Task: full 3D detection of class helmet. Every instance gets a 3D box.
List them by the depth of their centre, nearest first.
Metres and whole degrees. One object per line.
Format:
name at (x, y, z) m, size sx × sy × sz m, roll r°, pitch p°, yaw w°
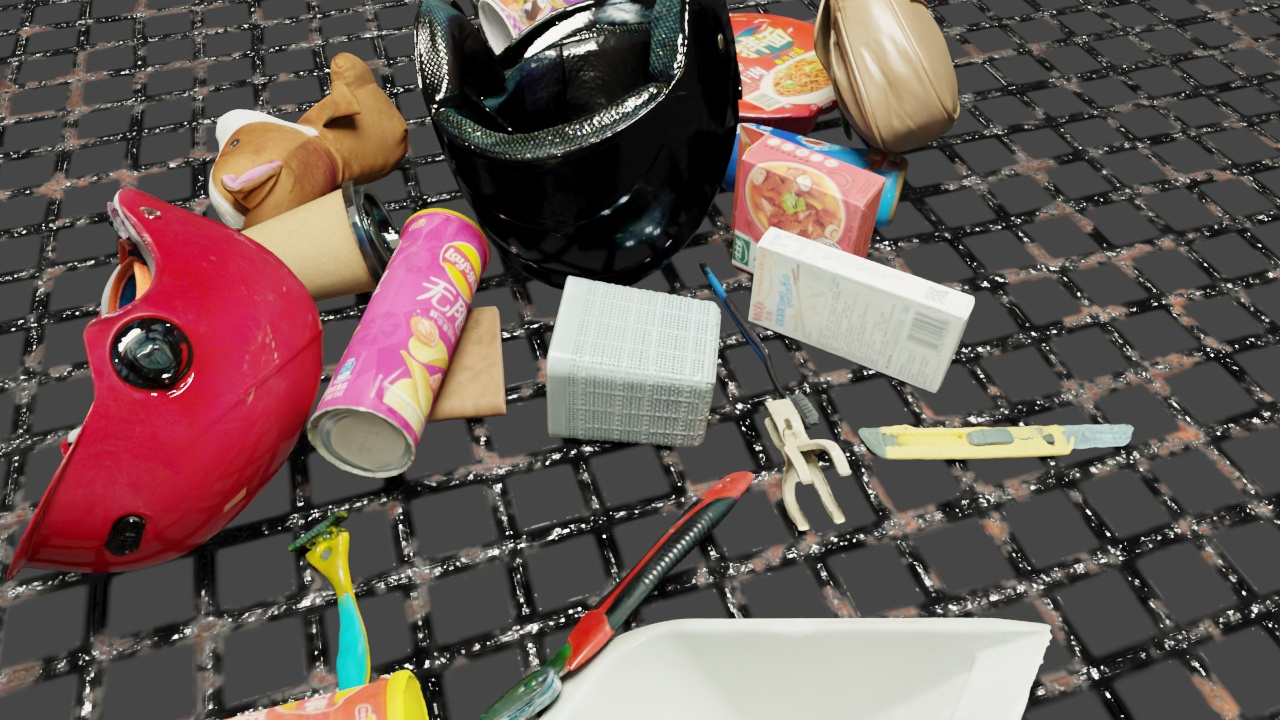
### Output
helmet at (-0.278, 0.025, 0.569) m, size 0.143 × 0.208 × 0.239 m, roll 17°, pitch 58°, yaw -28°
helmet at (-0.037, -0.191, 0.727) m, size 0.234 × 0.230 × 0.273 m, roll 1°, pitch 37°, yaw 16°

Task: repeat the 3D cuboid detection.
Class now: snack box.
snack box at (0.159, -0.037, 0.684) m, size 0.157 × 0.085 × 0.026 m, roll 23°, pitch 53°, yaw 19°
snack box at (0.119, -0.113, 0.732) m, size 0.127 × 0.113 × 0.044 m, roll 28°, pitch 55°, yaw 23°

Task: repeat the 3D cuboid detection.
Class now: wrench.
wrench at (-0.012, 0.144, 0.538) m, size 0.272 × 0.056 × 0.016 m, roll -40°, pitch 103°, yaw -42°

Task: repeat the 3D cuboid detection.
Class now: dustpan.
dustpan at (0.008, 0.189, 0.405) m, size 0.142 × 0.259 × 0.222 m, roll 41°, pitch 49°, yaw 6°

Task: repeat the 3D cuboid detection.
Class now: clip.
clip at (0.110, 0.077, 0.626) m, size 0.035 × 0.092 × 0.103 m, roll -11°, pitch 14°, yaw -9°

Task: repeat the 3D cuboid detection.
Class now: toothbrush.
toothbrush at (0.088, -0.017, 0.714) m, size 0.016 × 0.014 × 0.189 m, roll -16°, pitch 49°, yaw -15°

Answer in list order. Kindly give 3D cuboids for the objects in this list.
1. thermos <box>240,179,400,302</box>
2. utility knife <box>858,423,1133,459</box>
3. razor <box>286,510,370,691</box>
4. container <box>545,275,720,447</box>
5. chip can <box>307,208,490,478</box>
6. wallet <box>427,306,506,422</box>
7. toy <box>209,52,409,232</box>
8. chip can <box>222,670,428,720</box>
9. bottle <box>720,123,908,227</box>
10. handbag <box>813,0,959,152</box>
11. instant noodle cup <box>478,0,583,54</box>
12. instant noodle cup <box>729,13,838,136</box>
thermos at (-0.263, -0.082, 0.726) m, size 0.143 × 0.093 × 0.093 m, roll -19°, pitch 51°, yaw -5°
utility knife at (0.254, 0.057, 0.652) m, size 0.196 × 0.020 × 0.030 m, roll 1°, pitch 54°, yaw -5°
razor at (-0.181, 0.153, 0.551) m, size 0.043 × 0.028 × 0.132 m, roll -33°, pitch 49°, yaw 3°
container at (-0.004, 0.004, 0.646) m, size 0.111 × 0.090 × 0.090 m, roll 7°, pitch 49°, yaw 3°
chip can at (-0.164, -0.020, 0.650) m, size 0.071 × 0.072 × 0.210 m, roll 5°, pitch 44°, yaw 4°
wallet at (-0.155, 0.002, 0.693) m, size 0.101 × 0.020 × 0.115 m, roll -6°, pitch 46°, yaw -7°
toy at (-0.295, -0.177, 0.785) m, size 0.130 × 0.140 × 0.199 m, roll 36°, pitch 57°, yaw -6°
chip can at (-0.217, 0.218, 0.459) m, size 0.216 × 0.073 × 0.073 m, roll -12°, pitch 50°, yaw -8°
bottle at (0.123, -0.173, 0.817) m, size 0.219 × 0.065 × 0.065 m, roll 15°, pitch 50°, yaw 13°
handbag at (0.205, -0.247, 0.769) m, size 0.100 × 0.148 × 0.204 m, roll -22°, pitch 5°, yaw 25°
instant noodle cup at (-0.108, -0.361, 0.962) m, size 0.099 × 0.112 × 0.111 m, roll -33°, pitch 56°, yaw -15°
instant noodle cup at (0.110, -0.267, 0.900) m, size 0.194 × 0.066 × 0.193 m, roll 0°, pitch 47°, yaw -1°
